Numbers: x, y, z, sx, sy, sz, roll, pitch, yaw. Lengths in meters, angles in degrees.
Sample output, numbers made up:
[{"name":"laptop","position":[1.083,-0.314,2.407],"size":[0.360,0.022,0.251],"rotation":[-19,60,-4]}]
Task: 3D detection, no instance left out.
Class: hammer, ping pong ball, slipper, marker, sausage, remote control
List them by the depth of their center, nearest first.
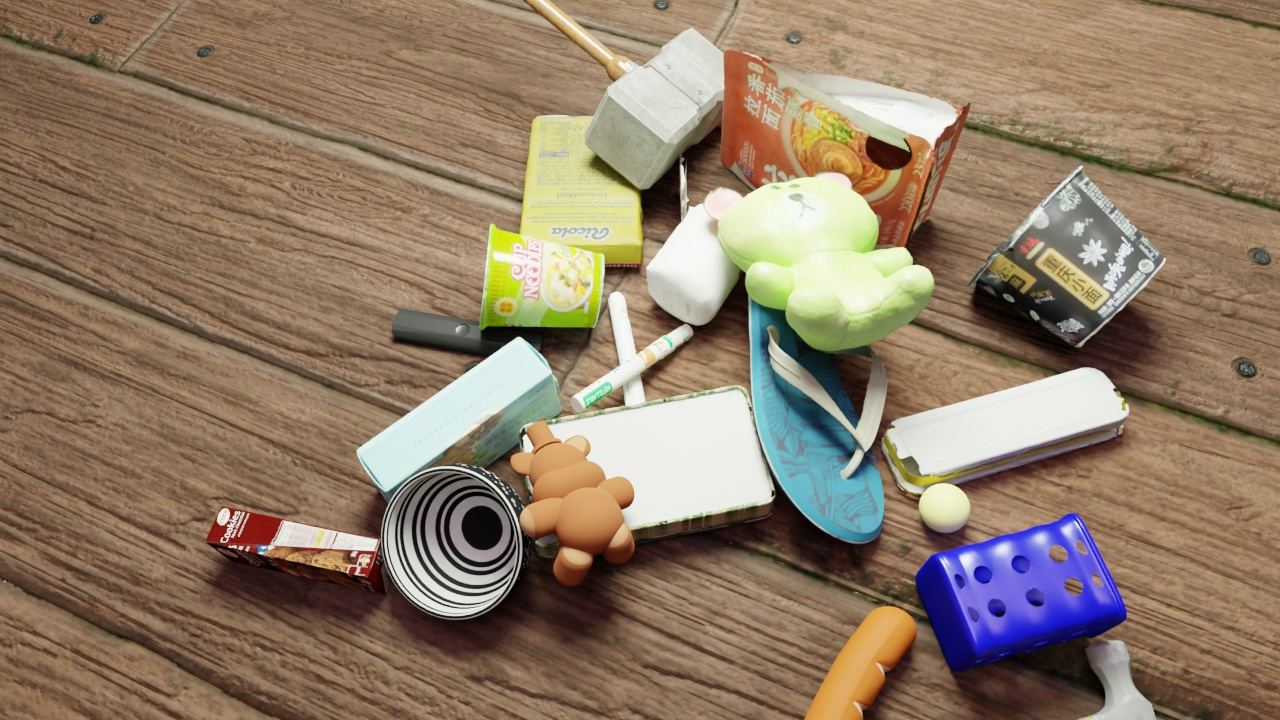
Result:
[{"name":"hammer","position":[0.217,0.285,0.643],"size":[0.323,0.029,0.127],"rotation":[-6,65,-10]},{"name":"sausage","position":[0.155,0.254,0.684],"size":[0.044,0.039,0.164],"rotation":[30,66,15]},{"name":"ping pong ball","position":[0.250,0.121,0.754],"size":[0.040,0.040,0.040],"rotation":[-1,60,2]},{"name":"slipper","position":[0.151,0.012,0.792],"size":[0.118,0.060,0.294],"rotation":[9,55,-21]},{"name":"marker","position":[-0.005,0.005,0.827],"size":[0.017,0.017,0.145],"rotation":[40,53,22]},{"name":"marker","position":[-0.014,-0.008,0.855],"size":[0.020,0.017,0.133],"rotation":[12,53,-35]},{"name":"remote control","position":[-0.164,-0.024,0.875],"size":[0.147,0.015,0.033],"rotation":[10,61,9]},{"name":"hammer","position":[-0.064,-0.330,0.928],"size":[0.317,0.083,0.162],"rotation":[40,51,2]}]

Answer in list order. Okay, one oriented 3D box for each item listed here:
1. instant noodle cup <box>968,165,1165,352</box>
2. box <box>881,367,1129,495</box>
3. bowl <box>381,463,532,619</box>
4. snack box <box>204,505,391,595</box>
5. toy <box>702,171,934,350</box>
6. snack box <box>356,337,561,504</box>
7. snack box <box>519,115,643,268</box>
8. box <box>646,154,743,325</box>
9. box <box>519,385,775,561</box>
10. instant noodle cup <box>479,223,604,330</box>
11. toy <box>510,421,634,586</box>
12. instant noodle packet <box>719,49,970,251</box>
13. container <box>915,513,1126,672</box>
[{"name":"instant noodle cup","position":[0.385,-0.085,0.819],"size":[0.137,0.137,0.112],"rotation":[-41,74,-19]},{"name":"box","position":[0.314,0.061,0.794],"size":[0.209,0.037,0.064],"rotation":[-15,55,-5]},{"name":"bowl","position":[-0.140,0.141,0.743],"size":[0.120,0.066,0.120],"rotation":[1,92,15]},{"name":"snack box","position":[-0.277,0.157,0.757],"size":[0.141,0.051,0.031],"rotation":[10,61,9]},{"name":"toy","position":[0.150,-0.084,0.784],"size":[0.150,0.107,0.196],"rotation":[-12,38,-5]},{"name":"snack box","position":[-0.152,0.060,0.792],"size":[0.174,0.075,0.053],"rotation":[-35,65,-16]},{"name":"snack box","position":[-0.058,-0.175,0.939],"size":[0.121,0.045,0.180],"rotation":[0,58,0]},{"name":"box","position":[0.050,-0.120,0.883],"size":[0.126,0.084,0.155],"rotation":[25,63,24]},{"name":"box","position":[0.004,0.096,0.779],"size":[0.205,0.051,0.117],"rotation":[-12,64,-3]},{"name":"instant noodle cup","position":[-0.091,-0.071,0.853],"size":[0.108,0.099,0.098],"rotation":[6,60,-9]},{"name":"toy","position":[-0.057,0.106,0.721],"size":[0.094,0.065,0.127],"rotation":[-16,52,-26]},{"name":"instant noodle packet","position":[0.176,-0.203,0.873],"size":[0.221,0.165,0.083],"rotation":[28,67,17]},{"name":"container","position":[0.282,0.178,0.696],"size":[0.113,0.084,0.085],"rotation":[-14,62,-4]}]
